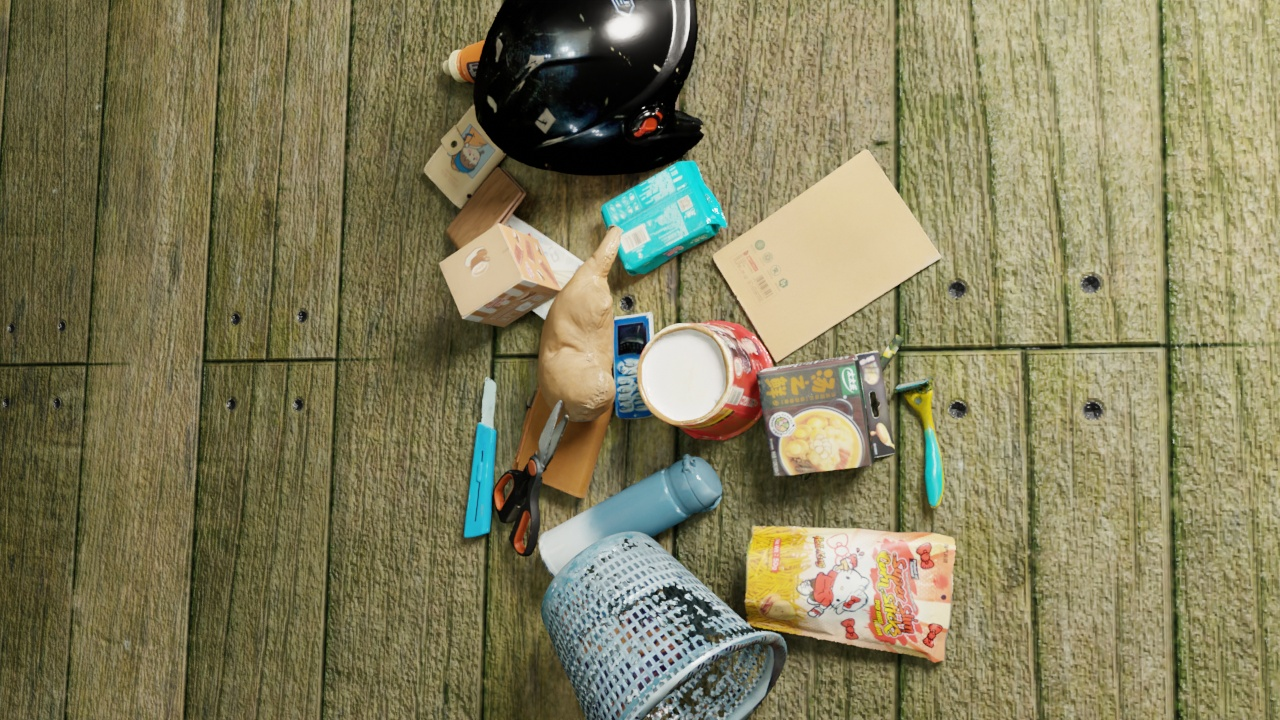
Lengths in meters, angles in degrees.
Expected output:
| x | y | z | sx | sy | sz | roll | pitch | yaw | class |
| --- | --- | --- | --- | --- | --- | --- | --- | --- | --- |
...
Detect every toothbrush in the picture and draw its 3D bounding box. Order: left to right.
| x | y | z | sx | sy | sz | roll | pitch | yaw | class |
| --- | --- | --- | --- | --- | --- | --- | --- | --- | --- |
| 0.223 | 0.050 | 0.985 | 0.017 | 0.012 | 0.186 | 39 | 101 | 32 | toothbrush |

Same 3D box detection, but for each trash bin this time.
| x | y | z | sx | sy | sz | roll | pitch | yaw | class |
| --- | --- | --- | --- | --- | --- | --- | --- | --- | --- |
| 0.005 | 0.295 | 0.958 | 0.227 | 0.226 | 0.195 | -51 | 53 | 11 | trash bin |

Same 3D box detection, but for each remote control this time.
| x | y | z | sx | sy | sz | roll | pitch | yaw | class |
| --- | --- | --- | --- | --- | --- | --- | --- | --- | --- |
| -0.006 | 0.006 | 1.078 | 0.049 | 0.024 | 0.125 | -6 | 81 | 22 | remote control |

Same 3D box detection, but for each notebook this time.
| x | y | z | sx | sy | sz | roll | pitch | yaw | class |
| --- | --- | --- | --- | --- | --- | --- | --- | --- | --- |
| 0.199 | -0.114 | 1.010 | 0.208 | 0.008 | 0.147 | -34 | 74 | 17 | notebook |

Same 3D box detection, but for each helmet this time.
| x | y | z | sx | sy | sz | roll | pitch | yaw | class |
| --- | --- | --- | --- | --- | --- | --- | --- | --- | --- |
| -0.057 | -0.328 | 1.018 | 0.276 | 0.229 | 0.233 | -45 | 65 | 55 | helmet |

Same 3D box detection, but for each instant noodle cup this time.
| x | y | z | sx | sy | sz | roll | pitch | yaw | class |
| --- | --- | --- | --- | --- | --- | --- | --- | --- | --- |
| 0.067 | 0.017 | 1.001 | 0.138 | 0.108 | 0.138 | -2 | 84 | 22 | instant noodle cup |

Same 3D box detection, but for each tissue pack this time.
| x | y | z | sx | sy | sz | roll | pitch | yaw | class |
| --- | --- | --- | --- | --- | --- | --- | --- | --- | --- |
| 0.025 | -0.165 | 1.065 | 0.134 | 0.050 | 0.093 | -27 | 75 | 19 | tissue pack |

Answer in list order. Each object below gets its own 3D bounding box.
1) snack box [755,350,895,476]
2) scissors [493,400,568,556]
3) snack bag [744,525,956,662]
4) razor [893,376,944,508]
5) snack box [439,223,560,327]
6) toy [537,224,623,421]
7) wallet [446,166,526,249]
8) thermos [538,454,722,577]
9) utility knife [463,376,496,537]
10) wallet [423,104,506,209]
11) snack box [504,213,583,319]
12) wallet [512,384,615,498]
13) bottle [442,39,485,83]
| x | y | z | sx | sy | sz | roll | pitch | yaw | class |
| --- | --- | --- | --- | --- | --- | --- | --- | --- | --- |
| 0.194 | 0.056 | 0.960 | 0.126 | 0.053 | 0.113 | -10 | 93 | 18 | snack box |
| -0.114 | 0.142 | 1.052 | 0.235 | 0.021 | 0.161 | -34 | 67 | 52 | scissors |
| 0.215 | 0.235 | 0.953 | 0.208 | 0.073 | 0.128 | 4 | 87 | 16 | snack bag |
| 0.294 | 0.085 | 0.943 | 0.043 | 0.028 | 0.132 | -18 | 75 | 44 | razor |
| -0.165 | -0.098 | 1.086 | 0.093 | 0.094 | 0.077 | -30 | 75 | 18 | snack box |
| -0.066 | -0.042 | 1.045 | 0.144 | 0.082 | 0.225 | -9 | 75 | 54 | toy |
| -0.194 | -0.183 | 1.151 | 0.115 | 0.020 | 0.101 | -52 | 38 | 8 | wallet |
| -0.011 | 0.180 | 1.046 | 0.221 | 0.070 | 0.070 | -30 | 75 | 18 | thermos |
| -0.198 | 0.122 | 1.154 | 0.034 | 0.018 | 0.203 | 3 | 85 | 24 | utility knife |
| -0.225 | -0.268 | 1.195 | 0.087 | 0.024 | 0.115 | 45 | 104 | 14 | wallet |
| -0.135 | -0.115 | 1.142 | 0.157 | 0.026 | 0.085 | 35 | 99 | 21 | snack box |
| -0.094 | 0.087 | 1.106 | 0.108 | 0.031 | 0.132 | 17 | 91 | 21 | wallet |
| -0.192 | -0.381 | 1.171 | 0.150 | 0.066 | 0.066 | 4 | 87 | 30 | bottle |
